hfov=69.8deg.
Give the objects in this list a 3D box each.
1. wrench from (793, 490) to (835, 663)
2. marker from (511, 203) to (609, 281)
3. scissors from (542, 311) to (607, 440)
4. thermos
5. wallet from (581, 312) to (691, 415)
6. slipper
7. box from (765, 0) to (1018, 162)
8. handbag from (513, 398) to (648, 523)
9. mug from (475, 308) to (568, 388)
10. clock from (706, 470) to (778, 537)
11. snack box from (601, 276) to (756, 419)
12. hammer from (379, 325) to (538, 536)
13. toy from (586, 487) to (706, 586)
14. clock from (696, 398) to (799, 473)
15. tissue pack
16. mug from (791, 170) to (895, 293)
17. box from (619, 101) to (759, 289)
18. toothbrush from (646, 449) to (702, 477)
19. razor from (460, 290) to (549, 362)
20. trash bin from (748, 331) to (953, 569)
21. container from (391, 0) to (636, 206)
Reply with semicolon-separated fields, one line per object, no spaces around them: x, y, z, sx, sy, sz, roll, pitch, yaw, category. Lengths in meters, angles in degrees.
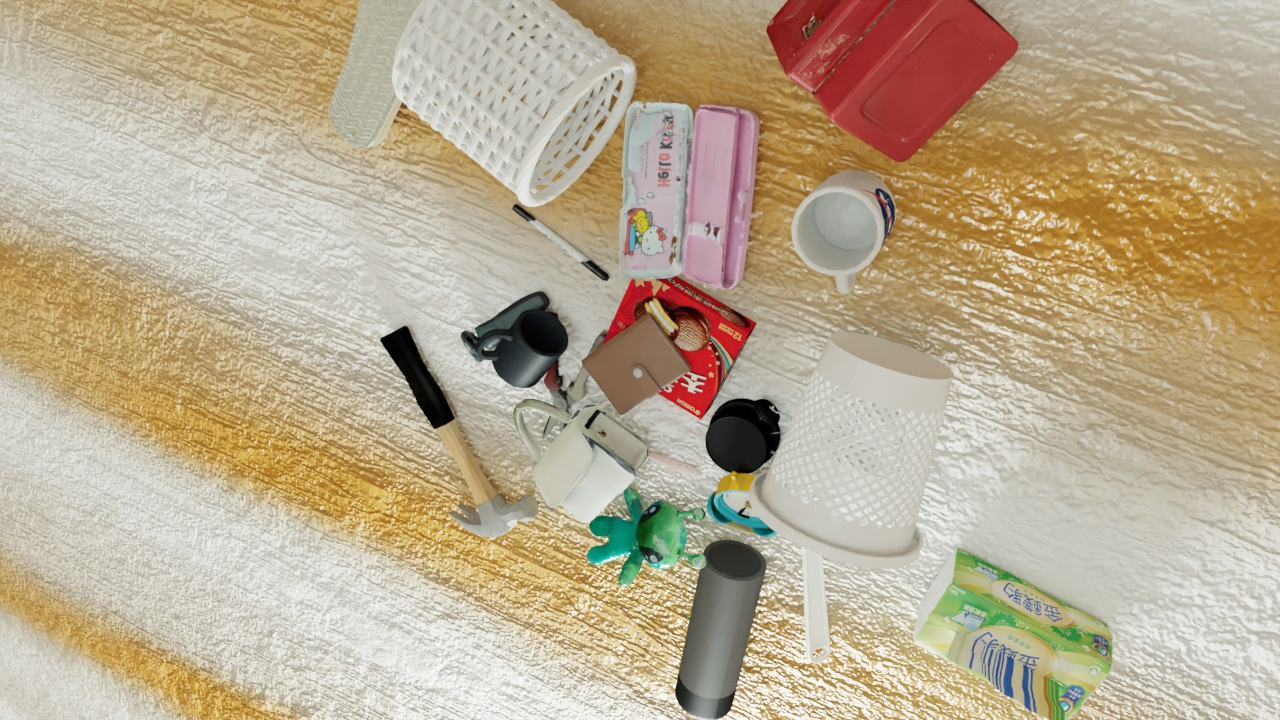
0.216;0.276;1.147;0.066;0.018;0.274;-15;118;-13;wrench
-0.099;-0.146;1.137;0.152;0.011;0.011;38;121;6;marker
-0.097;0.022;1.205;0.180;0.015;0.185;-27;99;31;scissors
0.104;0.360;1.219;0.082;0.082;0.241;17;117;17;thermos
-0.007;0.006;1.114;0.121;0.013;0.087;-34;95;32;wallet
-0.302;-0.380;1.106;0.115;0.052;0.264;37;117;8;slipper
0.239;-0.302;0.878;0.170;0.156;0.157;31;124;-22;box
-0.098;0.119;1.190;0.176;0.073;0.152;39;131;-4;handbag
-0.154;-0.016;1.149;0.078;0.105;0.071;-46;48;43;mug
0.133;0.180;1.136;0.099;0.043;0.130;17;145;7;clock
0.041;-0.025;1.110;0.152;0.035;0.133;31;121;9;snack box
-0.272;0.104;1.307;0.131;0.039;0.328;-22;101;31;hammer
0.005;0.233;1.211;0.194;0.072;0.130;-13;66;41;toy
0.133;0.093;1.115;0.121;0.042;0.091;-10;107;27;clock
0.414;0.326;1.030;0.198;0.141;0.120;21;118;15;tissue pack
0.213;-0.129;0.956;0.091;0.089;0.121;3;113;23;mug
0.054;-0.185;1.025;0.154;0.066;0.202;8;115;10;box
-0.003;0.119;1.203;0.181;0.018;0.016;20;121;15;toothbrush
-0.176;-0.048;1.198;0.143;0.052;0.047;-31;94;22;razor
0.239;0.086;0.993;0.195;0.195;0.200;20;108;16;trash bin
-0.133;-0.296;0.985;0.187;0.188;0.190;39;121;6;container
